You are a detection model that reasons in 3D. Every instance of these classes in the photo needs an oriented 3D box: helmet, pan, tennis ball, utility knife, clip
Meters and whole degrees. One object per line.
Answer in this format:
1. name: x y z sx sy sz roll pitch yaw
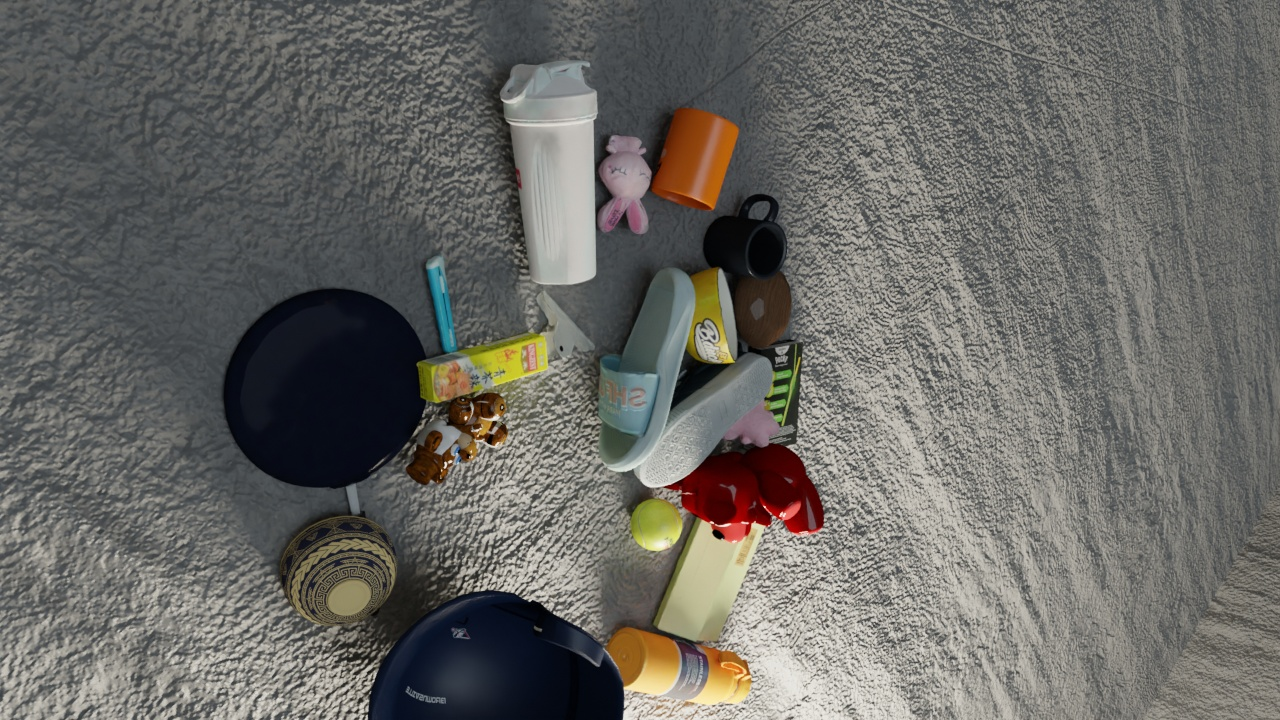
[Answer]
1. helmet: -0.174 0.353 0.948 0.272 0.223 0.231 42 61 -47
2. pan: -0.293 0.104 0.919 0.198 0.021 0.357 -17 113 -33
3. tennis ball: 0.020 0.207 1.160 0.065 0.065 0.065 -11 109 -35
4. utility knife: -0.203 -0.047 0.949 0.022 0.015 0.124 -38 128 -51
5. clip: -0.095 -0.026 1.038 0.101 0.040 0.054 48 53 -35

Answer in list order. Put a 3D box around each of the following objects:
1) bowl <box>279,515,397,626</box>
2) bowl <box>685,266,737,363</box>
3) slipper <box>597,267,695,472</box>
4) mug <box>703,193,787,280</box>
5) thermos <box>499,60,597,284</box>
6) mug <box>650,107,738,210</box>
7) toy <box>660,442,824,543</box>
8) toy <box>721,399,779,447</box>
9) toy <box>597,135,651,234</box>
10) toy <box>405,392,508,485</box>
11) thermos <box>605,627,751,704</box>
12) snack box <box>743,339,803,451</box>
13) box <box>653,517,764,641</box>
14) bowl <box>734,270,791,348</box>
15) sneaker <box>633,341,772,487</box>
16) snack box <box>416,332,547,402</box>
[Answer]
1. bowl: -0.293 0.218 0.907 0.112 0.061 0.112 -11 116 -24
2. bowl: 0.075 -0.051 1.116 0.117 0.068 0.117 -8 89 -77
3. slipper: -0.006 0.006 1.063 0.074 0.104 0.245 17 92 -28
4. mug: 0.136 -0.156 1.139 0.071 0.077 0.105 22 89 -40
5. thermos: -0.088 -0.192 0.947 0.099 0.099 0.221 -18 116 -33
6. mug: 0.069 -0.230 1.077 0.112 0.078 0.096 14 94 -68
7. toy: 0.125 0.171 1.172 0.196 0.158 0.121 -4 111 -36
8. toy: 0.136 0.075 1.199 0.099 0.096 0.053 -46 156 -20
9. toy: -0.016 -0.196 1.031 0.063 0.047 0.110 -7 110 -27
10. toy: -0.193 0.083 0.957 0.112 0.067 0.087 -54 158 -38
11. thermos: 0.063 0.419 1.237 0.232 0.092 0.076 28 63 -39
12. snack box: 0.183 0.050 1.268 0.080 0.025 0.148 -10 108 -36
13. box: 0.104 0.296 1.268 0.140 0.047 0.187 28 84 -42
14. bowl: 0.168 -0.073 1.200 0.117 0.030 0.118 -6 98 -49
15. sneaker: 0.065 0.059 1.140 0.235 0.087 0.089 -39 131 -24
16. snack box: -0.165 0.006 0.971 0.147 0.029 0.040 -18 113 -41
